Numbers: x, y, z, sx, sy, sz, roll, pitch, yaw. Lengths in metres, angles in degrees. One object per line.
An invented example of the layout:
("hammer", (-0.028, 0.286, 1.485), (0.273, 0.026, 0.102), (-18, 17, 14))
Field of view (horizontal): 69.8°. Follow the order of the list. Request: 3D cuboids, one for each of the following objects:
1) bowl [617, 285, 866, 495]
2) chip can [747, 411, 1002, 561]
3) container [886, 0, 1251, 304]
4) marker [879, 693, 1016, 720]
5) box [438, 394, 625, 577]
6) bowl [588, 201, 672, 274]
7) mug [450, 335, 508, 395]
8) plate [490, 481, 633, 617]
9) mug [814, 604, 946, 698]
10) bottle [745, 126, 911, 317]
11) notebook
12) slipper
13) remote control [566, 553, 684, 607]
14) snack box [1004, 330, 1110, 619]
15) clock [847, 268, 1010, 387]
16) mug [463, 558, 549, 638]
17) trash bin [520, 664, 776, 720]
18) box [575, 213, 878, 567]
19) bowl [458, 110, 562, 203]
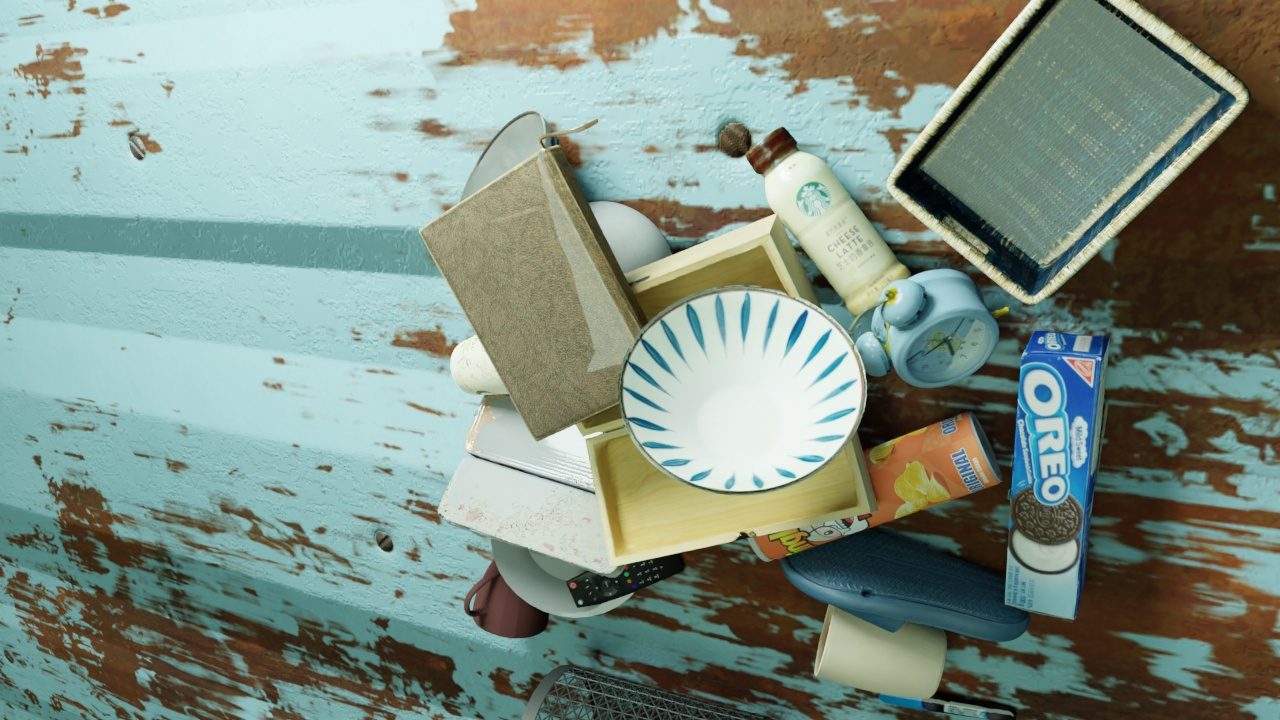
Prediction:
("bowl", (0.075, 0.034, 0.685), (0.177, 0.176, 0.071), (21, 151, 20))
("chip can", (0.192, 0.110, 0.783), (0.211, 0.062, 0.062), (-25, 96, 23))
("container", (0.289, -0.154, 0.639), (0.145, 0.071, 0.188), (42, 124, 8))
("marker", (0.289, 0.324, 0.866), (0.123, 0.015, 0.018), (1, 113, 26))
("box", (-0.091, 0.123, 0.933), (0.216, 0.043, 0.148), (14, 79, 24))
("bowl", (-0.040, -0.078, 0.856), (0.132, 0.064, 0.132), (11, 114, 25))
("mug", (-0.144, -0.021, 0.942), (0.097, 0.081, 0.122), (-13, 82, 39))
("plate", (-0.074, 0.194, 0.987), (0.173, 0.019, 0.173), (1, 104, 6))
("mug", (0.220, 0.271, 0.850), (0.104, 0.085, 0.112), (14, 144, 12))
("bottle", (0.149, -0.114, 0.742), (0.057, 0.056, 0.162), (-38, 89, 34))
("notebook", (-0.064, -0.061, 0.756), (0.191, 0.034, 0.215), (-25, 96, 28))
("slipper", (0.225, 0.202, 0.802), (0.214, 0.103, 0.059), (13, 118, 20))
("remote control", (-0.016, 0.229, 0.972), (0.125, 0.010, 0.039), (-20, 101, 10))
("snack box", (0.328, 0.092, 0.726), (0.059, 0.059, 0.227), (9, 114, 30))
("clock", (0.216, -0.023, 0.708), (0.124, 0.051, 0.089), (3, 133, -15))
("mug", (-0.150, 0.253, 1.028), (0.087, 0.113, 0.088), (20, 105, 39))
("trash bin", (0.019, 0.445, 0.958), (0.244, 0.216, 0.217), (-1, 109, 22))
("box", (0.048, 0.036, 0.793), (0.248, 0.096, 0.261), (-18, 89, 28))
("bowl", (-0.110, -0.150, 0.849), (0.056, 0.150, 0.151), (24, 133, -35))
